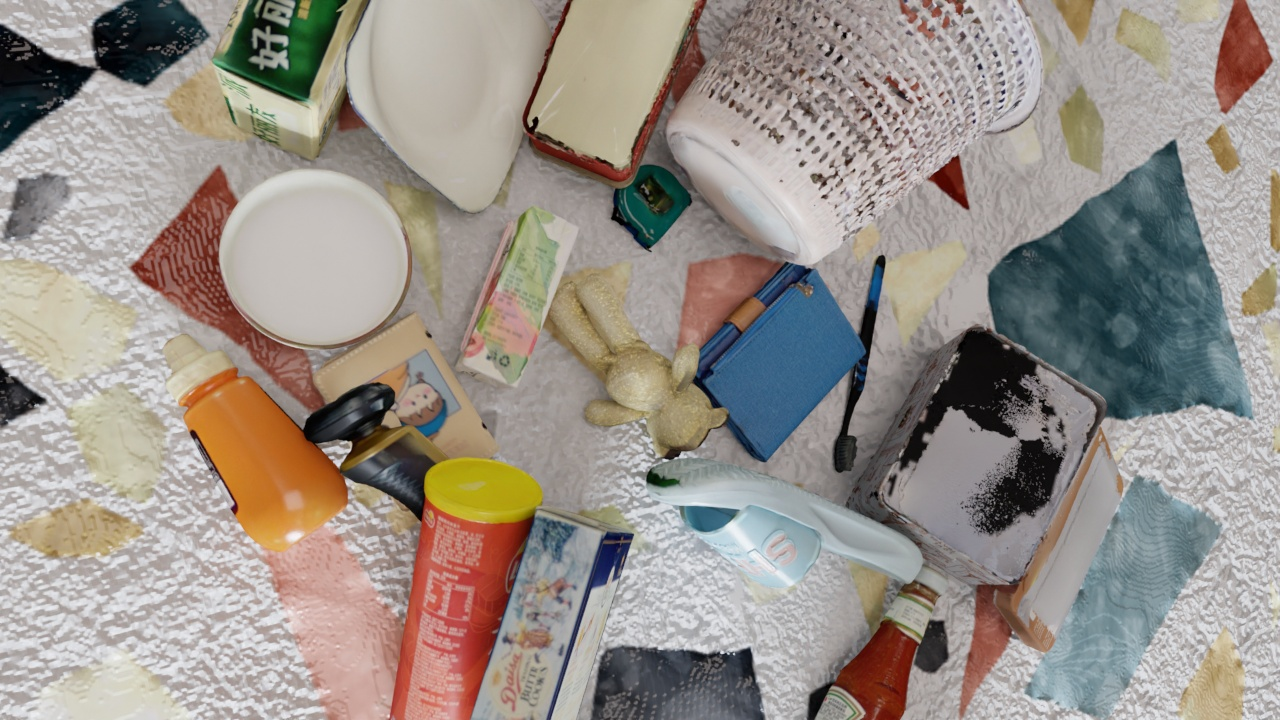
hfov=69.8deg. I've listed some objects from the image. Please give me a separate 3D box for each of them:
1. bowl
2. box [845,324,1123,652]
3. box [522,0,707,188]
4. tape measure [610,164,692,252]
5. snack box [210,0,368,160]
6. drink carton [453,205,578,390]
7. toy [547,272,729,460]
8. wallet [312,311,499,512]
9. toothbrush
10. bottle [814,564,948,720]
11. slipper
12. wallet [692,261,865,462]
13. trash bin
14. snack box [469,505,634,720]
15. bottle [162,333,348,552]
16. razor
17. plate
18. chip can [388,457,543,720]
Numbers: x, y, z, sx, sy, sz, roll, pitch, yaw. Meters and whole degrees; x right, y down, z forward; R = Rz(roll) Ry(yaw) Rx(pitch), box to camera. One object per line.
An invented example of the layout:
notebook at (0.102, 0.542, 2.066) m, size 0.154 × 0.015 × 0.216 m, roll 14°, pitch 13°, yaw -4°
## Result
bowl at (-0.209, -0.061, 0.594) m, size 0.113 × 0.062 × 0.113 m, roll 2°, pitch 86°, yaw -21°
box at (0.313, 0.112, 0.760) m, size 0.273 × 0.126 × 0.178 m, roll 38°, pitch 75°, yaw -20°
box at (-0.014, -0.216, 0.642) m, size 0.091 × 0.079 × 0.168 m, roll 22°, pitch 90°, yaw 0°
tape measure at (0.007, -0.120, 0.697) m, size 0.054 × 0.025 × 0.058 m, roll 43°, pitch 74°, yaw -15°
snack box at (-0.190, -0.258, 0.582) m, size 0.063 × 0.115 × 0.240 m, roll 21°, pitch 81°, yaw -16°
drink carton at (-0.089, -0.043, 0.643) m, size 0.045 × 0.054 × 0.122 m, roll 23°, pitch 79°, yaw -18°
toy at (-0.004, 0.004, 0.667) m, size 0.105 × 0.066 × 0.157 m, roll -33°, pitch 109°, yaw 22°
wallet at (-0.161, 0.037, 0.628) m, size 0.087 × 0.024 × 0.115 m, roll -34°, pitch 104°, yaw -22°
toothbrush at (0.186, 0.001, 0.765) m, size 0.014 × 0.016 × 0.189 m, roll 18°, pitch 80°, yaw -27°
bottle at (0.188, 0.259, 0.732) m, size 0.060 × 0.060 × 0.205 m, roll 35°, pitch 76°, yaw -16°
slipper at (0.105, 0.132, 0.686) m, size 0.245 × 0.104 × 0.074 m, roll 23°, pitch 81°, yaw -24°
wallet at (0.108, -0.001, 0.724) m, size 0.133 × 0.040 × 0.106 m, roll -45°, pitch 111°, yaw -17°
trash bin at (0.134, -0.185, 0.662) m, size 0.227 × 0.227 × 0.192 m, roll 44°, pitch 86°, yaw -13°
snack box at (-0.057, 0.188, 0.579) m, size 0.046 × 0.178 × 0.182 m, roll 16°, pitch 80°, yaw 8°
bottle at (-0.249, 0.047, 0.578) m, size 0.066 × 0.067 × 0.149 m, roll -37°, pitch 93°, yaw -18°
razor at (-0.139, 0.076, 0.602) m, size 0.167 × 0.062 × 0.067 m, roll 46°, pitch 31°, yaw -27°
plate at (-0.128, -0.198, 0.612) m, size 0.164 × 0.034 × 0.163 m, roll 46°, pitch 61°, yaw -55°
chip can at (-0.114, 0.173, 0.576) m, size 0.073 × 0.073 × 0.217 m, roll 7°, pitch 106°, yaw -20°
